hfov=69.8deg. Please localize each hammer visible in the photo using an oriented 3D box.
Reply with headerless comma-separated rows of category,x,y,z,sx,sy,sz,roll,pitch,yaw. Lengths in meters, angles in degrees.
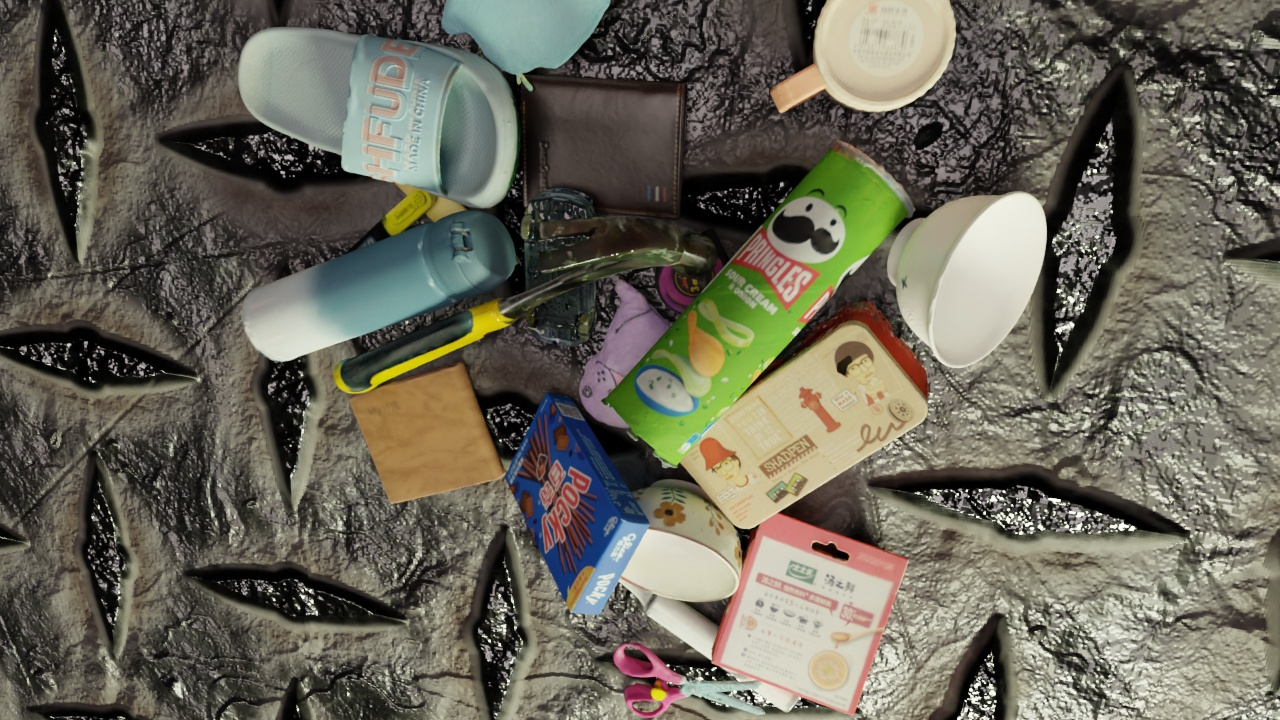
hammer,-0.111,-0.032,0.651,0.324,0.126,0.032,-19,75,34

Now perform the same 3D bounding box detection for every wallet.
wallet,-0.178,0.062,0.759,0.115,0.020,0.101,-17,100,19
wallet,-0.028,-0.155,0.664,0.122,0.020,0.096,7,107,13

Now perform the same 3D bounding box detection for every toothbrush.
toothbrush,0.034,0.212,0.747,0.221,0.026,0.026,34,150,1

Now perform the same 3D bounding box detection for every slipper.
slipper,-0.194,-0.183,0.653,0.245,0.074,0.104,20,107,17

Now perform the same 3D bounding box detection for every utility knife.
utility knife,-0.161,-0.128,0.701,0.173,0.019,0.031,44,106,-3

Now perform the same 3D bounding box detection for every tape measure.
tape measure,0.039,-0.062,0.663,0.058,0.039,0.057,-29,104,12

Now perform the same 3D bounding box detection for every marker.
marker,-0.204,-0.096,0.714,0.124,0.015,0.018,-33,96,27

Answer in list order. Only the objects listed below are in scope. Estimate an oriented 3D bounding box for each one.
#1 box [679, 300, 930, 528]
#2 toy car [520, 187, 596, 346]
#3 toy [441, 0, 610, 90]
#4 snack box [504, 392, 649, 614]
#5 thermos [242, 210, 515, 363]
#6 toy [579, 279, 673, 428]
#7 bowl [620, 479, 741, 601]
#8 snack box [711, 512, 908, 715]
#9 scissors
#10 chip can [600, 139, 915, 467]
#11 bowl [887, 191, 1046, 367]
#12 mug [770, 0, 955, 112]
box,0.116,0.035,0.660,0.169,0.079,0.091,-38,95,25
toy car,-0.058,-0.068,0.685,0.054,0.036,0.121,9,119,12
toy,-0.064,-0.266,0.623,0.161,0.049,0.156,2,102,16
snack box,-0.052,0.101,0.679,0.026,0.157,0.085,14,114,-34
thermos,-0.198,-0.055,0.693,0.221,0.070,0.070,-15,101,23
toy,-0.004,0.004,0.691,0.084,0.038,0.108,31,109,5
bowl,0.025,0.130,0.697,0.113,0.062,0.114,13,146,9
snack box,0.127,0.187,0.702,0.113,0.044,0.127,19,94,7
scissors,0.037,0.261,0.754,0.137,0.017,0.096,-15,107,29
chip can,0.076,-0.035,0.617,0.072,0.072,0.236,42,96,-1
bowl,0.204,-0.061,0.605,0.065,0.118,0.118,33,116,44
mug,0.134,-0.189,0.570,0.115,0.105,0.081,-24,99,17
